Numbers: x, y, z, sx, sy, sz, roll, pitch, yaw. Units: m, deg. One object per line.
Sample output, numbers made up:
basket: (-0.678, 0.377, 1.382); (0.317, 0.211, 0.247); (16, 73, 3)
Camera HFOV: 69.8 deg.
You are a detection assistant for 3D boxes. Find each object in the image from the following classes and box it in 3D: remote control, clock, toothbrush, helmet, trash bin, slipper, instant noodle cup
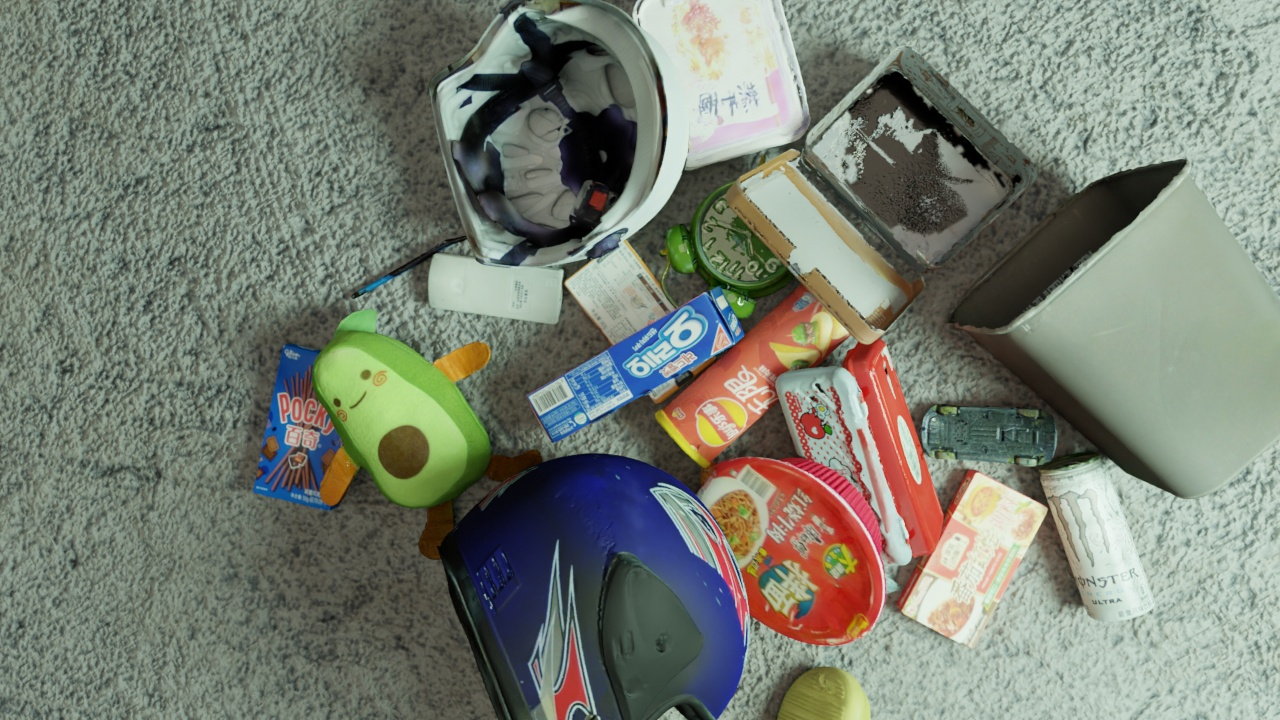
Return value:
remote control: (-0.145, -0.072, 0.917); (0.135, 0.019, 0.056); (8, 103, 6)
clock: (0.090, -0.107, 0.877); (0.161, 0.056, 0.116); (-43, 85, 5)
toothbrush: (-0.214, -0.110, 0.932); (0.189, 0.014, 0.016); (-27, 86, 6)
helmet: (-0.054, -0.199, 0.834); (0.259, 0.145, 0.229); (-22, 86, 32)
trash bin: (0.422, -0.022, 0.783); (0.199, 0.198, 0.220); (-44, 93, 6)
slipper: (0.173, 0.386, 0.864); (0.081, 0.092, 0.190); (22, 81, -34)
instant noodle cup: (0.077, -0.275, 0.877); (0.138, 0.060, 0.173); (-15, 90, 6)
helmet: (-0.023, 0.234, 0.802); (0.240, 0.247, 0.315); (-20, 95, -16)
instant noodle cup: (0.144, 0.159, 0.831); (0.194, 0.065, 0.194); (22, 128, 32)

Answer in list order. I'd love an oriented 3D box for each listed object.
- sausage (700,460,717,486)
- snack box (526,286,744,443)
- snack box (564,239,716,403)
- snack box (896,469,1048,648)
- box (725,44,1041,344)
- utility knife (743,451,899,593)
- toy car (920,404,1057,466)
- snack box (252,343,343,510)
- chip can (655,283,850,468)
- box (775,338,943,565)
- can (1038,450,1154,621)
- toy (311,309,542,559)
sausage: (0.067, 0.178, 0.897); (0.021, 0.021, 0.165); (2, 90, 6)
snack box: (-0.005, 0.005, 0.857); (0.208, 0.058, 0.057); (-30, 89, 19)
snack box: (0.000, -0.039, 0.902); (0.075, 0.026, 0.153); (-38, 86, 5)
snack box: (0.313, 0.187, 0.868); (0.075, 0.025, 0.153); (28, 93, 5)
box: (0.211, -0.146, 0.826); (0.271, 0.131, 0.179); (-42, 85, -21)
utility knife: (0.171, 0.161, 0.892); (0.195, 0.020, 0.031); (40, 100, 0)
toy car: (0.326, 0.069, 0.863); (0.121, 0.036, 0.054); (2, 91, 16)
snack box: (-0.337, 0.068, 0.938); (0.084, 0.026, 0.157); (12, 91, 6)
chip can: (0.116, 0.007, 0.867); (0.216, 0.073, 0.073); (-41, 86, 4)
box: (0.198, 0.089, 0.843); (0.102, 0.095, 0.201); (-14, 105, 29)
can: (0.417, 0.161, 0.841); (0.058, 0.058, 0.146); (-19, 88, 6)
toy: (-0.223, 0.067, 0.891); (0.227, 0.090, 0.246); (-42, 97, 2)
